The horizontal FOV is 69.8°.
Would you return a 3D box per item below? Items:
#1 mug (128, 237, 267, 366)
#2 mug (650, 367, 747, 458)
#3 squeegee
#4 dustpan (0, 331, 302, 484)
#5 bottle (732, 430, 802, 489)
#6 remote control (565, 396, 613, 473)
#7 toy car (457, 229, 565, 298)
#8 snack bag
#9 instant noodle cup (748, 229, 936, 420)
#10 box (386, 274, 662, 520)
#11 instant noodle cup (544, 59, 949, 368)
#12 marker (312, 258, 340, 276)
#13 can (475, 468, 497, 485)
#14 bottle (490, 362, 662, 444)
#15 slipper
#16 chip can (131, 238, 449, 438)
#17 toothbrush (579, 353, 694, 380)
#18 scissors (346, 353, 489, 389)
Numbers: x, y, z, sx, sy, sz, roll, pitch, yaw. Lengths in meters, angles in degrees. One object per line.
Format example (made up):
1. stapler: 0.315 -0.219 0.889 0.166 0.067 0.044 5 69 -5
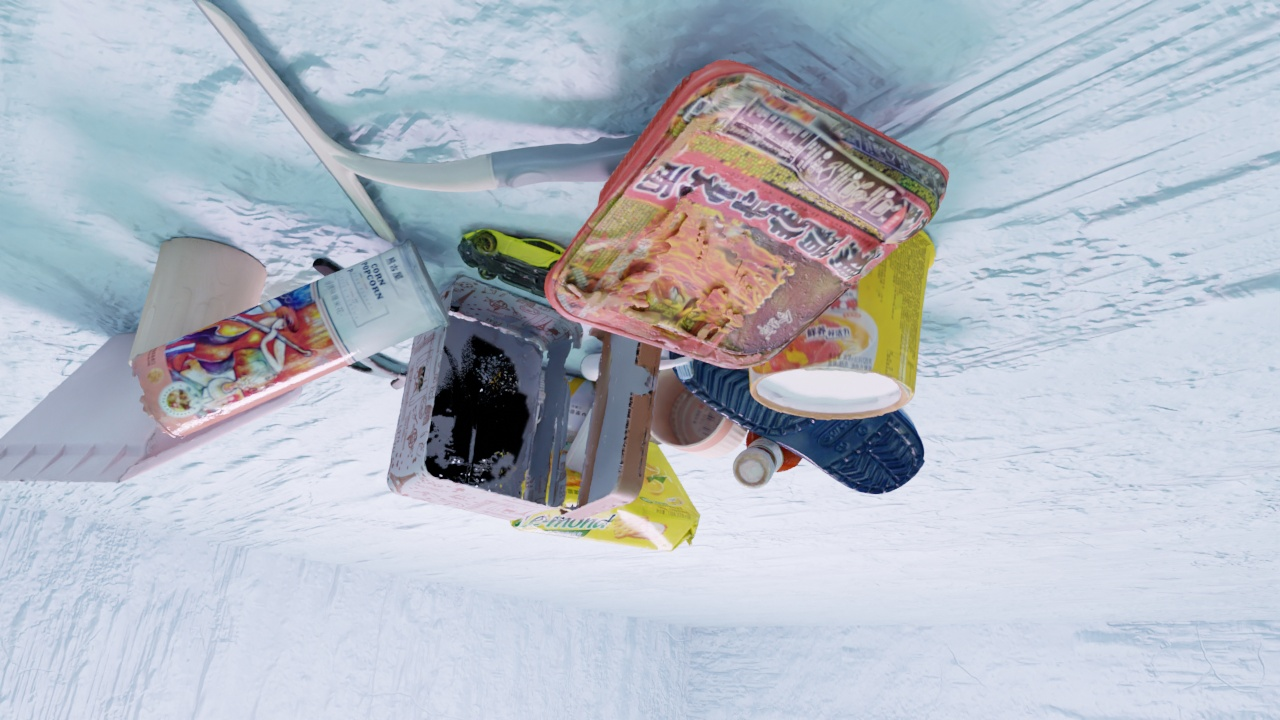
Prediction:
1. mug: -0.367 -0.029 0.769 0.084 0.103 0.125 11 158 -13
2. mug: 0.067 0.039 0.866 0.114 0.081 0.106 -37 159 8
3. squeegee: -0.094 -0.119 0.553 0.247 0.039 0.247 2 159 8
4. dustpan: -0.472 0.067 0.913 0.223 0.272 0.139 -1 133 24
5. bottle: 0.126 0.080 0.865 0.060 0.060 0.205 -2 -174 19
6. remote control: -0.024 0.058 0.905 0.056 0.019 0.135 17 115 -23
7. toy car: -0.083 -0.073 0.681 0.105 0.032 0.048 18 159 -1
8. snack bag: -0.061 0.129 0.981 0.246 0.158 0.068 16 113 -29
9. instant noodle cup: 0.133 -0.025 0.637 0.138 0.109 0.138 6 160 2
10. box: -0.083 0.026 0.729 0.156 0.182 0.194 18 154 -29
11. instant noodle cup: 0.051 -0.081 0.514 0.164 0.079 0.189 18 135 -28
12. marker: -0.237 -0.055 0.792 0.018 0.015 0.124 -6 153 24
13. can: -0.190 0.117 1.161 0.058 0.058 0.147 3 159 8
14. bottle: -0.063 0.052 0.946 0.189 0.068 0.068 13 158 -17
15. slipper: 0.141 0.020 0.785 0.252 0.095 0.105 33 113 -17
16. chip can: -0.256 -0.016 0.682 0.214 0.071 0.071 -24 159 -6
17. toothbrush: -0.005 0.005 0.782 0.026 0.026 0.221 -17 -175 -22
18. scissors: -0.228 0.004 0.936 0.179 0.019 0.170 -8 154 28
